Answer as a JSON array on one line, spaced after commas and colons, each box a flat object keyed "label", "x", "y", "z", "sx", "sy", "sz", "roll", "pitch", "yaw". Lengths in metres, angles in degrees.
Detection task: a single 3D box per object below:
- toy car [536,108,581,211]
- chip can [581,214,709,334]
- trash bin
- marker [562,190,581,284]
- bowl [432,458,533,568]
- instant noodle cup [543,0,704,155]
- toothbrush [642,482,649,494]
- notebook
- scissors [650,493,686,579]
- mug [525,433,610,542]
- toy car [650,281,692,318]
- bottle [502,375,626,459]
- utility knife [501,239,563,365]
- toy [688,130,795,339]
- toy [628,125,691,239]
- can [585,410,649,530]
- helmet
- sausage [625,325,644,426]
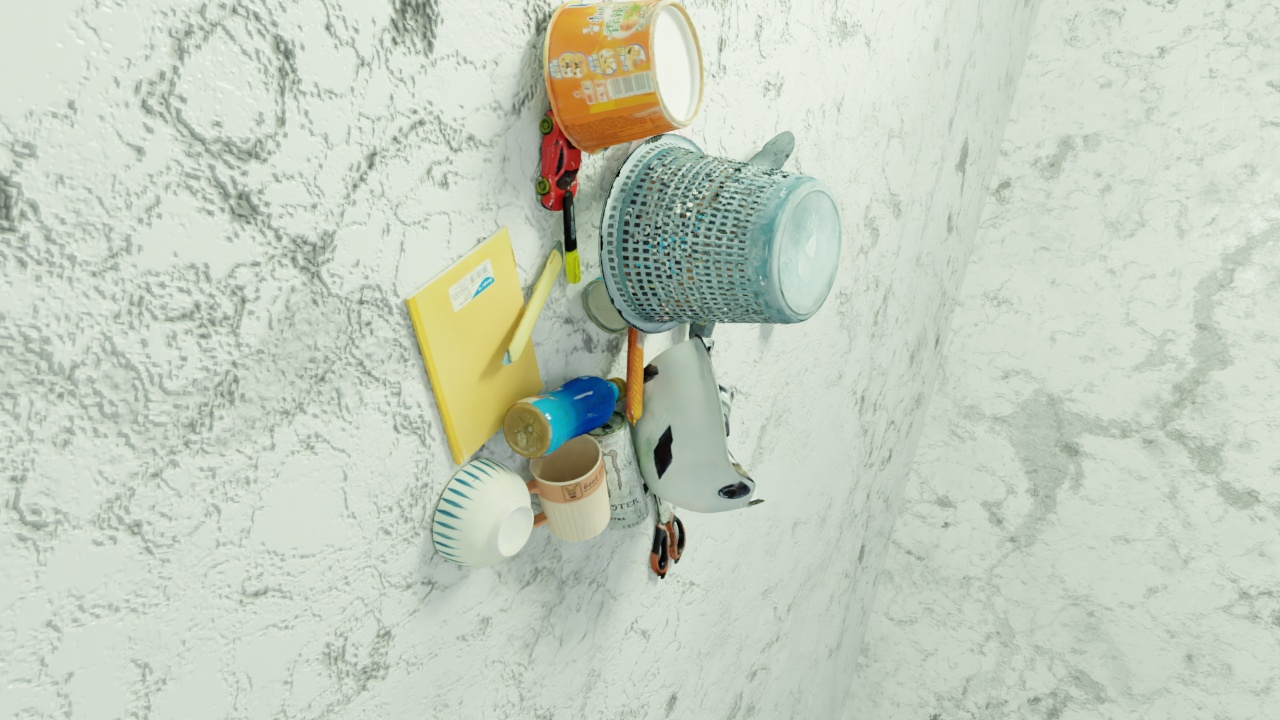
[{"label": "toy car", "x": -0.081, "y": -0.206, "z": 0.946, "sx": 0.049, "sy": 0.031, "sz": 0.106, "roll": -22, "pitch": 125, "yaw": -54}, {"label": "chip can", "x": 0.022, "y": -0.109, "z": 1.116, "sx": 0.209, "sy": 0.071, "sz": 0.071, "roll": -39, "pitch": 136, "yaw": -40}, {"label": "trash bin", "x": 0.099, "y": -0.125, "z": 0.989, "sx": 0.225, "sy": 0.195, "sz": 0.227, "roll": -20, "pitch": 116, "yaw": -48}, {"label": "marker", "x": -0.074, "y": -0.131, "z": 0.988, "sx": 0.018, "sy": 0.015, "sz": 0.124, "roll": -56, "pitch": 158, "yaw": -38}, {"label": "bowl", "x": -0.156, "y": 0.168, "z": 0.969, "sx": 0.116, "sy": 0.066, "sz": 0.117, "roll": -35, "pitch": 133, "yaw": -48}, {"label": "instant noodle cup", "x": -0.010, "y": -0.286, "z": 0.911, "sx": 0.151, "sy": 0.112, "sz": 0.151, "roll": -2, "pitch": 92, "yaw": -62}, {"label": "toothbrush", "x": 0.015, "y": 0.164, "z": 1.292, "sx": 0.185, "sy": 0.012, "sz": 0.017, "roll": -52, "pitch": 139, "yaw": -51}, {"label": "notebook", "x": -0.160, "y": -0.013, "z": 0.926, "sx": 0.145, "sy": 0.010, "sz": 0.207, "roll": -46, "pitch": 141, "yaw": -40}, {"label": "scissors", "x": 0.031, "y": 0.252, "z": 1.393, "sx": 0.206, "sy": 0.015, "sz": 0.193, "roll": 23, "pitch": 85, "yaw": -61}, {"label": "mug", "x": -0.093, "y": 0.156, "z": 1.072, "sx": 0.114, "sy": 0.081, "sz": 0.106, "roll": -26, "pitch": 133, "yaw": -20}, {"label": "toy car", "x": 0.038, "y": -0.090, "z": 1.208, "sx": 0.122, "sy": 0.037, "sz": 0.056, "roll": -61, "pitch": 147, "yaw": -20}, {"label": "bottle", "x": -0.073, "y": 0.055, "z": 1.049, "sx": 0.218, "sy": 0.065, "sz": 0.065, "roll": -22, "pitch": 123, "yaw": -62}, {"label": "utility knife", "x": -0.110, "y": -0.058, "z": 0.965, "sx": 0.031, "sy": 0.018, "sz": 0.162, "roll": 67, "pitch": 33, "yaw": -52}, {"label": "toy", "x": 0.136, "y": -0.184, "z": 1.277, "sx": 0.356, "sy": 0.091, "sz": 0.138, "roll": -66, "pitch": 163, "yaw": -9}, {"label": "toy", "x": 0.021, "y": -0.222, "z": 1.092, "sx": 0.121, "sy": 0.054, "sz": 0.160, "roll": -47, "pitch": 152, "yaw": -39}, {"label": "can", "x": -0.031, "y": 0.137, "z": 1.138, "sx": 0.058, "sy": 0.058, "sz": 0.147, "roll": -42, "pitch": 129, "yaw": -44}, {"label": "helmet", "x": 0.055, "y": 0.091, "z": 1.191, "sx": 0.259, "sy": 0.146, "sz": 0.228, "roll": 59, "pitch": 15, "yaw": -61}, {"label": "sausage", "x": -0.007, "y": 0.007, "z": 1.133, "sx": 0.021, "sy": 0.021, "sz": 0.164, "roll": 56, "pitch": 30, "yaw": -54}]
